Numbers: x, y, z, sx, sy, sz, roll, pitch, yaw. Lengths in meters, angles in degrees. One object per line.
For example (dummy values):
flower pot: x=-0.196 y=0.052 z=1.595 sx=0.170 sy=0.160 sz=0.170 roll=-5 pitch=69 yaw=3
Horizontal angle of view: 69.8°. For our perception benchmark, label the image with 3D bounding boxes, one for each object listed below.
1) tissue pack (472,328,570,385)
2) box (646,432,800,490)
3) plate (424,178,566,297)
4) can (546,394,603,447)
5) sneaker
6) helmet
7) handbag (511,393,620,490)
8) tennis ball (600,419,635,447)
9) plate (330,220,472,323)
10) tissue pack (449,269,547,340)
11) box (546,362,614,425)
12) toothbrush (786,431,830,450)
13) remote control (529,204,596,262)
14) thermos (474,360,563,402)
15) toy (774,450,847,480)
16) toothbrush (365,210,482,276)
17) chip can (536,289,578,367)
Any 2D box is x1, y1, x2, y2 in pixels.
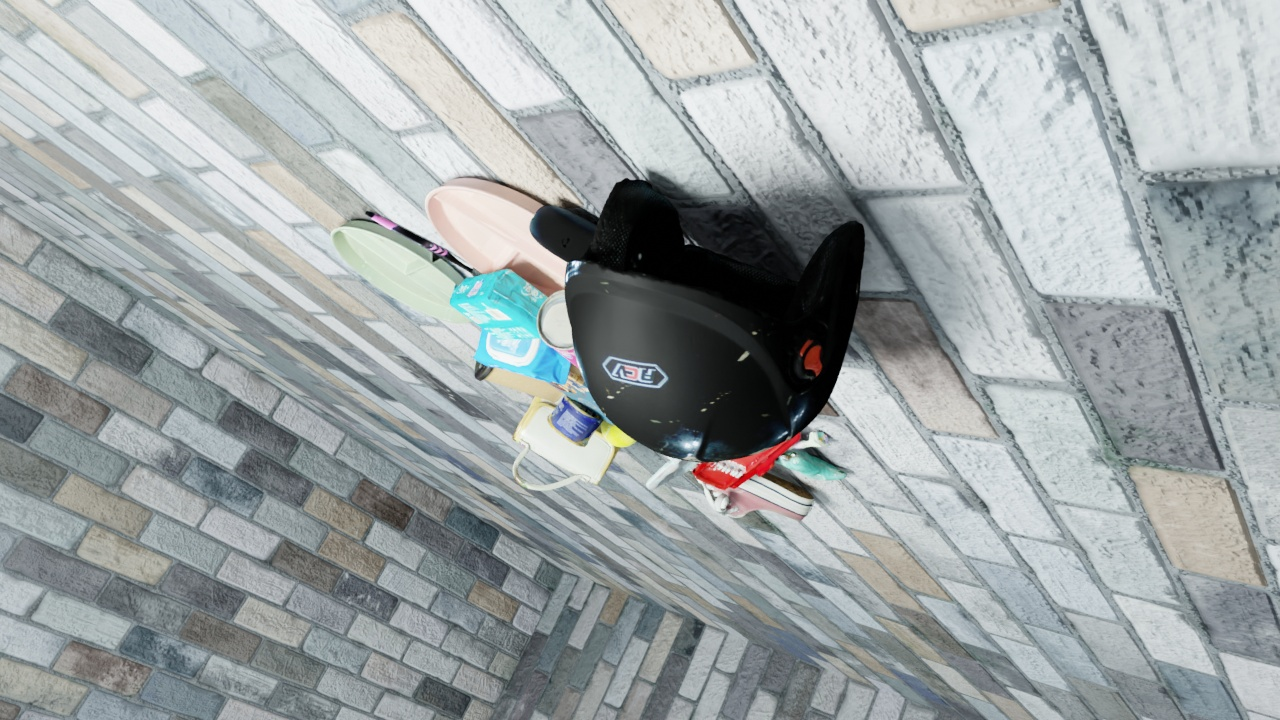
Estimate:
tissue pack: x=-0.154 y=-0.026 z=1.223 sx=0.157 sy=0.095 sz=0.052 roll=15 pitch=180 yaw=29
box: x=0.106 y=0.124 z=1.223 sx=0.160 sy=0.063 sz=0.202 roll=2 pitch=152 yaw=-23
plate: x=-0.138 y=-0.131 z=1.047 sx=0.229 sy=0.028 sz=0.230 roll=24 pitch=160 yaw=9
can: x=-0.097 y=0.087 z=1.388 sx=0.074 sy=0.049 sz=0.148 roll=36 pitch=-177 yaw=-1
sneaker: x=0.139 y=0.194 z=1.383 sx=0.241 sy=0.088 sz=0.118 roll=25 pitch=-170 yaw=-2
helmet: x=0.055 y=-0.025 z=0.771 sx=0.234 sy=0.230 sz=0.274 roll=15 pitch=-164 yaw=30
handbag: x=-0.123 y=0.138 z=1.480 sx=0.163 sy=0.178 sz=0.063 roll=29 pitch=155 yaw=-1
tennis ball: x=-0.029 y=0.103 z=1.438 sx=0.065 sy=0.065 sz=0.065 roll=24 pitch=160 yaw=9
plate: x=-0.333 y=-0.126 z=1.310 sx=0.230 sy=0.027 sz=0.230 roll=24 pitch=160 yaw=9
tissue pack: x=-0.169 y=-0.067 z=1.130 sx=0.093 sy=0.050 sz=0.134 roll=37 pitch=159 yaw=-30
box: x=-0.066 y=0.029 z=1.307 sx=0.184 sy=0.063 sz=0.090 roll=36 pitch=159 yaw=-19
toothbrush: x=0.195 y=0.114 z=1.248 sx=0.029 sy=0.020 sz=0.190 roll=39 pitch=159 yaw=-13
remote control: x=-0.050 y=-0.113 z=0.943 sx=0.136 sy=0.024 sz=0.053 roll=26 pitch=124 yaw=-18
thermos: x=-0.179 y=0.007 z=1.368 sx=0.143 sy=0.093 sz=0.093 roll=26 pitch=162 yaw=-21
toy: x=0.219 y=0.141 z=1.248 sx=0.097 sy=0.030 sz=0.092 roll=-2 pitch=156 yaw=46
toothbrush: x=-0.275 y=-0.150 z=1.198 sx=0.189 sy=0.014 sz=0.018 roll=28 pitch=151 yaw=-2
chip can: x=-0.057 y=-0.021 z=1.090 sx=0.071 sy=0.071 sz=0.210 roll=21 pitch=172 yaw=16
